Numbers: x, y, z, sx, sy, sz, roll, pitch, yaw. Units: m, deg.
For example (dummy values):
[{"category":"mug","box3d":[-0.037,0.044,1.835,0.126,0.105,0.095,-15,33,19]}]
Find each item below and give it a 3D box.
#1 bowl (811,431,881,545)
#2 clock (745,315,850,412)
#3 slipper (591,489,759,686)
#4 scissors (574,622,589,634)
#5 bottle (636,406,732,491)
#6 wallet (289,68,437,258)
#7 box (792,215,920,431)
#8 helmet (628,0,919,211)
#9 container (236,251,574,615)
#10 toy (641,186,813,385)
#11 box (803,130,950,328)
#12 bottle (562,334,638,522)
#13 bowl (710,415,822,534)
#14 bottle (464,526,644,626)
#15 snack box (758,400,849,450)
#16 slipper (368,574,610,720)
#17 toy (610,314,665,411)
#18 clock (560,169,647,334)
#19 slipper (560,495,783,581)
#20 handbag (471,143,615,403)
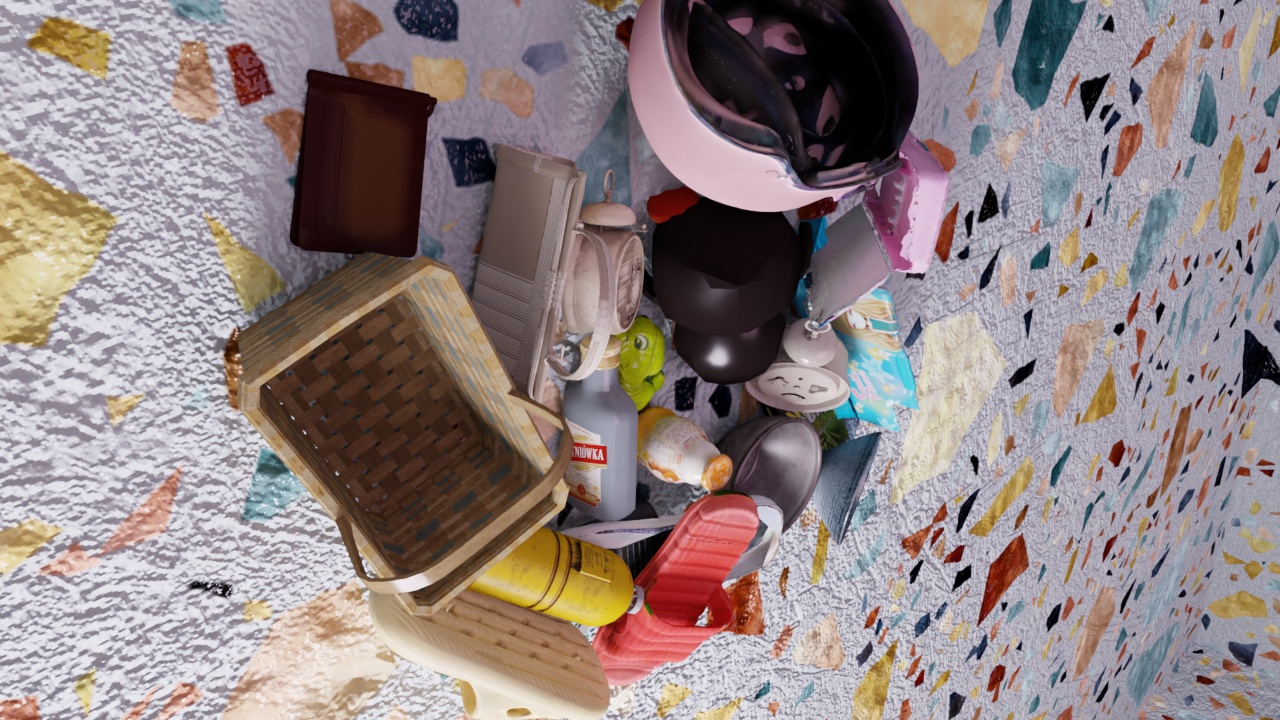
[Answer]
[{"category":"bowl","box3d":[0.224,0.136,1.046,0.136,0.057,0.137,-56,157,-38]},{"category":"clock","box3d":[0.163,-0.005,0.913,0.157,0.103,0.061,96,5,-62]},{"category":"slipper","box3d":[0.039,0.231,0.864,0.103,0.059,0.249,17,117,-32]},{"category":"scissors","box3d":[-0.054,0.275,0.926,0.161,0.014,0.118,-23,112,-32]},{"category":"bottle","box3d":[0.037,0.085,0.862,0.063,0.109,0.063,-17,118,-36]},{"category":"wallet","box3d":[-0.187,-0.130,0.625,0.091,0.018,0.116,-1,106,-42]},{"category":"box","box3d":[0.217,-0.020,0.967,0.085,0.170,0.227,-26,129,3]},{"category":"helmet","box3d":[0.101,-0.221,0.734,0.254,0.153,0.230,-31,91,-33]},{"category":"container","box3d":[-0.143,0.063,0.614,0.157,0.186,0.250,-38,133,-18]},{"category":"toy","box3d":[0.079,-0.048,0.824,0.159,0.140,0.184,-9,134,0]},{"category":"box","box3d":[0.207,-0.118,0.804,0.063,0.230,0.161,28,114,-5]},{"category":"bottle","box3d":[-0.036,0.057,0.808,0.046,0.072,0.161,-20,121,-43]},{"category":"bowl","box3d":[0.123,0.119,0.987,0.144,0.067,0.145,-19,120,-37]},{"category":"bottle","box3d":[-0.070,0.186,0.797,0.163,0.071,0.071,25,90,-26]},{"category":"snack box","box3d":[0.191,0.067,1.057,0.080,0.025,0.147,-46,133,-18]},{"category":"slipper","box3d":[-0.137,0.253,0.792,0.079,0.111,0.261,-40,129,17]},{"category":"toy","box3d":[-0.005,0.005,0.842,0.094,0.036,0.093,17,99,-52]},{"category":"clock","box3d":[-0.025,-0.083,0.743,0.092,0.055,0.141,-46,143,-66]},{"category":"slipper","box3d":[0.012,0.180,0.900,0.263,0.063,0.111,-9,121,-14]},{"category":"handbag","box3d":[-0.063,-0.051,0.641,0.062,0.198,0.176,7,104,-27]}]
